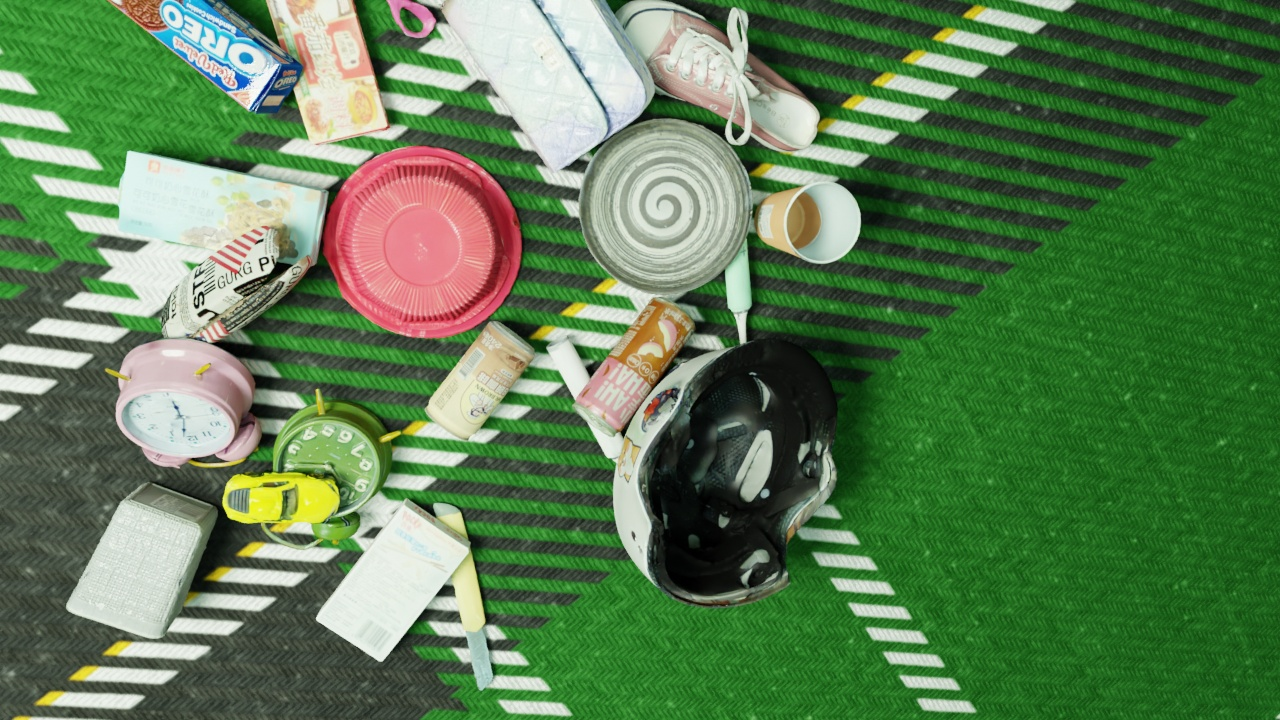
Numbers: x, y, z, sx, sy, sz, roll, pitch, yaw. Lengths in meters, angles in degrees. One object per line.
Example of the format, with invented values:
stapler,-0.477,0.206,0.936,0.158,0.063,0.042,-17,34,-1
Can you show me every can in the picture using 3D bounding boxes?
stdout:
can,-0.163,0.020,0.934,0.058,0.058,0.116,37,92,-15
can,-0.006,0.006,0.948,0.058,0.058,0.147,40,78,-15

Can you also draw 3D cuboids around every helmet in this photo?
helmet,0.070,0.106,0.946,0.229,0.157,0.274,22,84,-32

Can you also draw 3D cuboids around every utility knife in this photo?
utility knife,-0.188,0.256,0.993,0.031,0.022,0.220,-12,96,-8

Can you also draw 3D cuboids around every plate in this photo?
plate,0.026,-0.158,0.948,0.179,0.024,0.179,0,101,1

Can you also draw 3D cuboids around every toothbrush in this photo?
toothbrush,0.105,-0.088,0.984,0.027,0.026,0.224,-16,105,-39
toothbrush,-0.038,0.074,0.985,0.026,0.027,0.221,-35,106,-27

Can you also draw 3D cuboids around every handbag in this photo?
handbag,-0.086,-0.293,0.872,0.134,0.075,0.194,-29,104,23

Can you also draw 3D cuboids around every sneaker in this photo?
sneaker,0.082,-0.283,0.911,0.241,0.088,0.118,28,94,-15

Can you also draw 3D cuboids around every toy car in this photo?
toy car,-0.341,0.133,0.874,0.105,0.032,0.048,3,99,-13

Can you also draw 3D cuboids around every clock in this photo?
clock,-0.319,0.116,0.922,0.116,0.056,0.161,30,94,-14
clock,-0.425,0.051,0.869,0.117,0.059,0.159,-5,139,-3

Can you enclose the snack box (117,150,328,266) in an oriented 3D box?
snack box,-0.389,-0.141,0.862,0.174,0.051,0.074,10,99,-13

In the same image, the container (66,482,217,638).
container,-0.475,0.189,0.889,0.090,0.090,0.114,24,91,-15

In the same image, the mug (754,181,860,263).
mug,0.162,-0.142,0.936,0.078,0.123,0.078,-2,100,-12

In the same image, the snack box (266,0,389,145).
snack box,-0.296,-0.287,0.867,0.075,0.025,0.153,-15,103,-8

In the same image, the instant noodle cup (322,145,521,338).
instant noodle cup,-0.212,-0.112,0.897,0.193,0.066,0.194,-2,102,-10

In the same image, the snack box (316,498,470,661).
snack box,-0.259,0.231,0.964,0.084,0.027,0.157,38,94,-10

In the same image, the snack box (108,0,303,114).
snack box,-0.404,-0.307,0.813,0.207,0.058,0.057,39,102,-10

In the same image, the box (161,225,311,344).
box,-0.369,-0.054,0.850,0.164,0.075,0.083,-28,143,21

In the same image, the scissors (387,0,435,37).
scissors,-0.242,-0.364,0.855,0.133,0.017,0.130,32,84,-30
